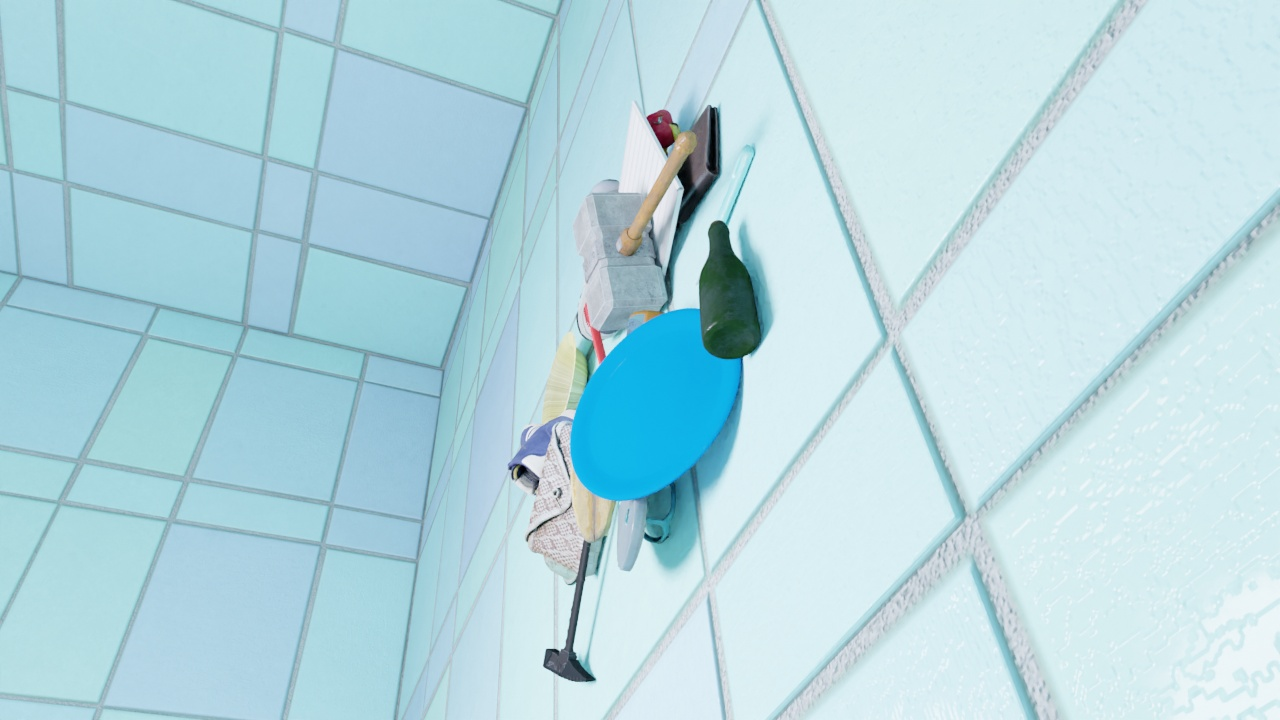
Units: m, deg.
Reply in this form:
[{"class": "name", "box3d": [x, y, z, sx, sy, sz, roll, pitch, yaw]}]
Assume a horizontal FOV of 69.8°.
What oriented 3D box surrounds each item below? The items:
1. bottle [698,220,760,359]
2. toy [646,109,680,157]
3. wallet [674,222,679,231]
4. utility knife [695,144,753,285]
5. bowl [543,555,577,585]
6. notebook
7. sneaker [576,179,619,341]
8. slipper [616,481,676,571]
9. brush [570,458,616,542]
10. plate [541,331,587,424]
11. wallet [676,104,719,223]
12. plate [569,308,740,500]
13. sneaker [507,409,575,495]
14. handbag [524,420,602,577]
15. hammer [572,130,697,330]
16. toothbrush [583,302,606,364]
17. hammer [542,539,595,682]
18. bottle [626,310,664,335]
[{"class": "bottle", "box3d": [0.083, -0.080, 0.912, 0.173, 0.055, 0.055, -91, 22, -44]}, {"class": "toy", "box3d": [0.015, -0.278, 1.281, 0.105, 0.067, 0.138, -102, 23, -56]}, {"class": "wallet", "box3d": [0.032, -0.189, 1.230, 0.116, 0.018, 0.091, 128, 151, -50]}, {"class": "utility knife", "box3d": [0.089, -0.158, 1.017, 0.022, 0.015, 0.166, -112, 41, -64]}, {"class": "bowl", "box3d": [-0.105, 0.236, 1.303, 0.157, 0.038, 0.157, -167, 91, -73]}, {"class": "notebook", "box3d": [0.010, -0.224, 1.201, 0.209, 0.009, 0.143, -111, 24, -43]}, {"class": "sneaker", "box3d": [-0.033, -0.144, 1.309, 0.124, 0.088, 0.240, -172, 87, -69]}, {"class": "slipper", "box3d": [0.004, 0.162, 1.013, 0.268, 0.054, 0.098, -108, 31, -80]}, {"class": "brush", "box3d": [-0.053, 0.124, 1.119, 0.043, 0.059, 0.195, 57, -147, -72]}, {"class": "plate", "box3d": [-0.117, 0.047, 1.495, 0.184, 0.036, 0.184, -168, 91, -73]}, {"class": "wallet", "box3d": [0.066, -0.244, 1.139, 0.100, 0.031, 0.119, 131, 149, -51]}, {"class": "plate", "box3d": [0.017, 0.046, 0.955, 0.225, 0.024, 0.223, -28, 43, 29]}, {"class": "sneaker", "box3d": [-0.153, 0.157, 1.367, 0.118, 0.091, 0.234, -51, 13, -29]}, {"class": "handbag", "box3d": [-0.091, 0.180, 1.212, 0.124, 0.047, 0.186, 15, 91, 42]}, {"class": "hammer", "box3d": [0.005, -0.173, 1.083, 0.319, 0.082, 0.162, 128, 135, -62]}, {"class": "toothbrush", "box3d": [-0.050, 0.013, 1.244, 0.018, 0.012, 0.212, 127, 135, -53]}, {"class": "hammer", "box3d": [-0.063, 0.231, 1.140, 0.095, 0.015, 0.324, 2, 81, 53]}, {"class": "bottle", "box3d": [0.009, 0.026, 1.048, 0.068, 0.067, 0.156, 153, 129, -69]}]
